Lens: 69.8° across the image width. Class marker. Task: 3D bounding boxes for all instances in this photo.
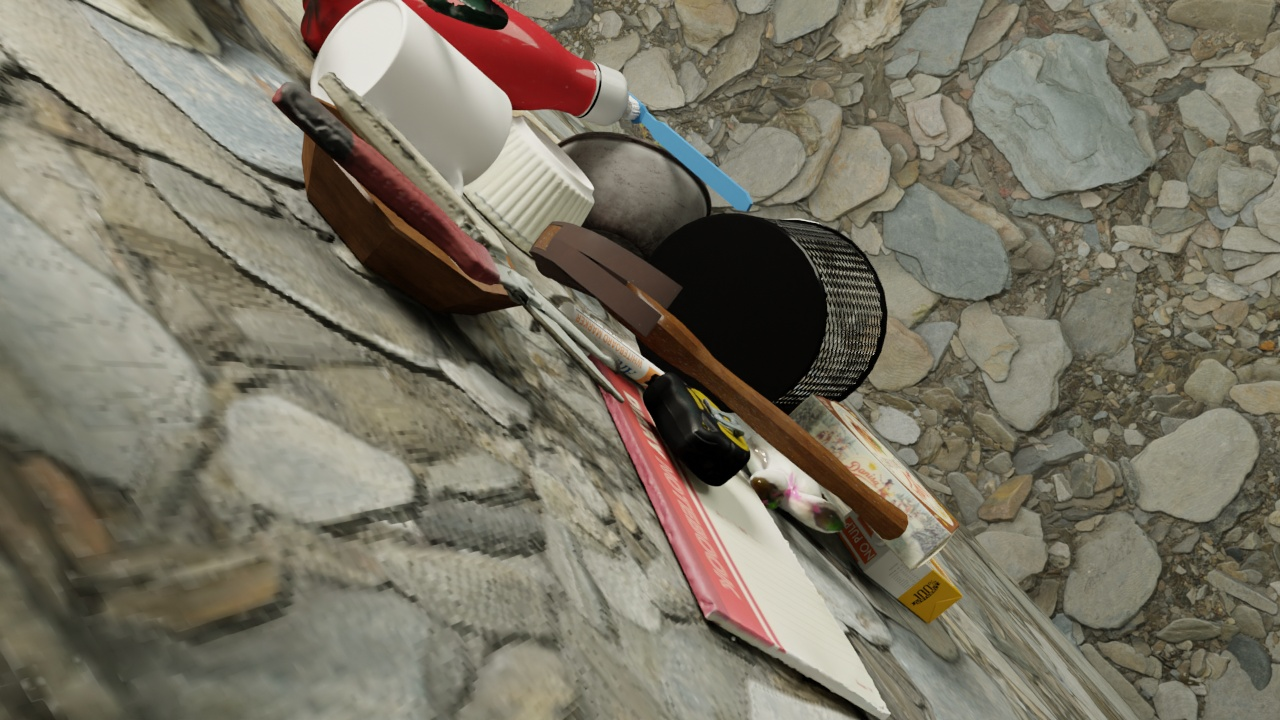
[{"bbox_3d":[-0.004,0.004,0.614,0.145,0.017,0.017,37,15,-42],"label":"marker"}]

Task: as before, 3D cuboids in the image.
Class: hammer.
[{"bbox_3d":[0.063,0.023,0.583,0.323,0.033,0.115,39,-6,-23],"label":"hammer"}]

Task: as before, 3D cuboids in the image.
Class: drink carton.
[{"bbox_3d":[0.226,0.176,0.811,0.122,0.040,0.058,40,13,-33],"label":"drink carton"}]

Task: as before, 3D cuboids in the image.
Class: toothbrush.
[{"bbox_3d":[0.027,-0.162,0.696,0.014,0.016,0.166,-6,44,-46],"label":"toothbrush"}]

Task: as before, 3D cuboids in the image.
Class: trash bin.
[{"bbox_3d":[0.098,-0.037,0.756,0.184,0.184,0.209,49,17,13],"label":"trash bin"}]

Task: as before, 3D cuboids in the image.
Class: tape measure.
[{"bbox_3d":[0.035,0.040,0.521,0.061,0.034,0.061,39,13,-38],"label":"tape measure"}]

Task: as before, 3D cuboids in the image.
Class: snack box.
[{"bbox_3d":[0.188,0.096,0.740,0.147,0.041,0.143,48,12,20],"label":"snack box"}]

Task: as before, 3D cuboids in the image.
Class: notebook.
[{"bbox_3d":[0.047,0.090,0.508,0.153,0.012,0.208,39,13,-35],"label":"notebook"}]

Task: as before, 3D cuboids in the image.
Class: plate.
[{"bbox_3d":[-0.110,-0.066,0.431,0.131,0.025,0.131,45,11,-11],"label":"plate"}]

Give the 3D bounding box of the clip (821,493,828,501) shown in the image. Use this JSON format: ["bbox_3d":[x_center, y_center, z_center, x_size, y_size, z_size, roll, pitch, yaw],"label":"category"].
[{"bbox_3d":[0.144,0.101,0.793,0.053,0.037,0.046,45,18,-1],"label":"clip"}]

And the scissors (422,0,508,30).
[{"bbox_3d":[-0.153,-0.230,0.522,0.179,0.015,0.206,14,29,-18],"label":"scissors"}]

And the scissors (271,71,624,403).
[{"bbox_3d":[-0.082,-0.059,0.399,0.179,0.015,0.186,52,11,26],"label":"scissors"}]

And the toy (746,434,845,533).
[{"bbox_3d":[0.108,0.089,0.682,0.079,0.038,0.122,36,14,-6],"label":"toy"}]

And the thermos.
[{"bbox_3d":[-0.110,-0.217,0.647,0.239,0.073,0.073,9,33,-36],"label":"thermos"}]

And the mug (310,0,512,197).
[{"bbox_3d":[-0.130,-0.138,0.529,0.090,0.074,0.110,33,43,-52],"label":"mug"}]

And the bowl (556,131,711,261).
[{"bbox_3d":[-0.019,-0.117,0.766,0.145,0.067,0.145,15,-24,6],"label":"bowl"}]

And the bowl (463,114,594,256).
[{"bbox_3d":[-0.083,-0.132,0.681,0.115,0.062,0.115,45,11,-11],"label":"bowl"}]

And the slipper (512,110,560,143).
[{"bbox_3d":[-0.116,-0.206,0.843,0.272,0.054,0.114,39,8,-15],"label":"slipper"}]
